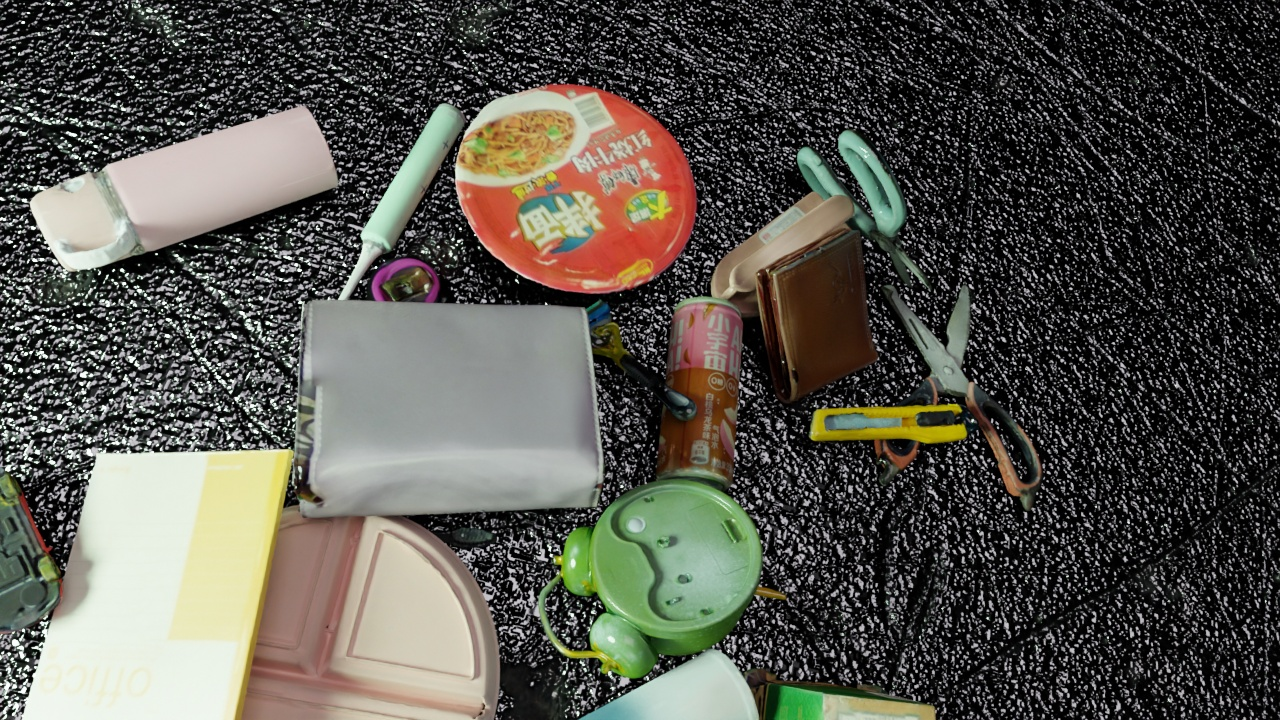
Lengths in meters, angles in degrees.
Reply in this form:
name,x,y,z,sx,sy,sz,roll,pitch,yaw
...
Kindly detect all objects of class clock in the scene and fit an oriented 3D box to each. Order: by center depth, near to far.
name,x,y,z,sx,sy,sz,roll,pitch,yaw
clock,0.009,0.150,0.630,0.161,0.056,0.116,-18,49,-15

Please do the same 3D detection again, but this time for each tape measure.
name,x,y,z,sx,sy,sz,roll,pitch,yaw
tape measure,-0.177,-0.050,0.694,0.057,0.039,0.057,-33,79,-24

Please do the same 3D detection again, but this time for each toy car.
name,x,y,z,sx,sy,sz,roll,pitch,yaw
toy car,-0.397,0.119,0.569,0.049,0.031,0.106,-30,74,-23

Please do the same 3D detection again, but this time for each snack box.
name,x,y,z,sx,sy,sz,roll,pitch,yaw
snack box,0.136,0.263,0.604,0.118,0.106,0.117,10,65,-11

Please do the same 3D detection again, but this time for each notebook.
name,x,y,z,sx,sy,sz,roll,pitch,yaw
notebook,-0.296,0.154,0.560,0.146,0.010,0.206,-2,66,12

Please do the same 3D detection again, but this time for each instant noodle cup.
name,x,y,z,sx,sy,sz,roll,pitch,yaw
instant noodle cup,-0.054,-0.129,0.746,0.193,0.066,0.193,5,67,-13

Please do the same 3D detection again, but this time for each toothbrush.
name,x,y,z,sx,sy,sz,roll,pitch,yaw
toothbrush,-0.194,0.118,0.631,0.189,0.018,0.014,5,69,-11
toothbrush,-0.195,-0.116,0.725,0.026,0.027,0.224,17,63,8

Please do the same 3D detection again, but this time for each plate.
name,x,y,z,sx,sy,sz,roll,pitch,yaw
plate,-0.204,0.200,0.578,0.229,0.028,0.229,3,70,-9

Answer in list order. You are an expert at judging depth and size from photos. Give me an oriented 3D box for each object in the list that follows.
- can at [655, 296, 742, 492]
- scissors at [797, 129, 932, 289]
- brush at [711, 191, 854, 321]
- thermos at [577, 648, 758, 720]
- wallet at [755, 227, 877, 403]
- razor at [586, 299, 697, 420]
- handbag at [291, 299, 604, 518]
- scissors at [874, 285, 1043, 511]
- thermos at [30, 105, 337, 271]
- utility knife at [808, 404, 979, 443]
name,x,y,z,sx,sy,sz,roll,pitch,yaw
can,0.047,0.027,0.709,0.058,0.058,0.147,11,65,-10
scissors,0.188,-0.134,0.792,0.019,0.178,0.173,-39,125,-4
brush,0.117,-0.086,0.768,0.145,0.073,0.063,-35,80,-23
thermos,-0.029,0.259,0.577,0.220,0.070,0.070,-20,74,-26
wallet,0.146,-0.036,0.743,0.101,0.032,0.125,-27,118,-26
razor,-0.004,0.004,0.702,0.042,0.022,0.143,-37,53,-17
handbag,-0.130,0.037,0.631,0.197,0.099,0.144,0,50,-13
scissors,0.270,0.029,0.789,0.189,0.015,0.222,29,64,-1
thermos,-0.323,-0.121,0.666,0.198,0.067,0.087,-26,45,-25
utility knife,0.207,0.052,0.745,0.154,0.015,0.033,-1,65,-15
